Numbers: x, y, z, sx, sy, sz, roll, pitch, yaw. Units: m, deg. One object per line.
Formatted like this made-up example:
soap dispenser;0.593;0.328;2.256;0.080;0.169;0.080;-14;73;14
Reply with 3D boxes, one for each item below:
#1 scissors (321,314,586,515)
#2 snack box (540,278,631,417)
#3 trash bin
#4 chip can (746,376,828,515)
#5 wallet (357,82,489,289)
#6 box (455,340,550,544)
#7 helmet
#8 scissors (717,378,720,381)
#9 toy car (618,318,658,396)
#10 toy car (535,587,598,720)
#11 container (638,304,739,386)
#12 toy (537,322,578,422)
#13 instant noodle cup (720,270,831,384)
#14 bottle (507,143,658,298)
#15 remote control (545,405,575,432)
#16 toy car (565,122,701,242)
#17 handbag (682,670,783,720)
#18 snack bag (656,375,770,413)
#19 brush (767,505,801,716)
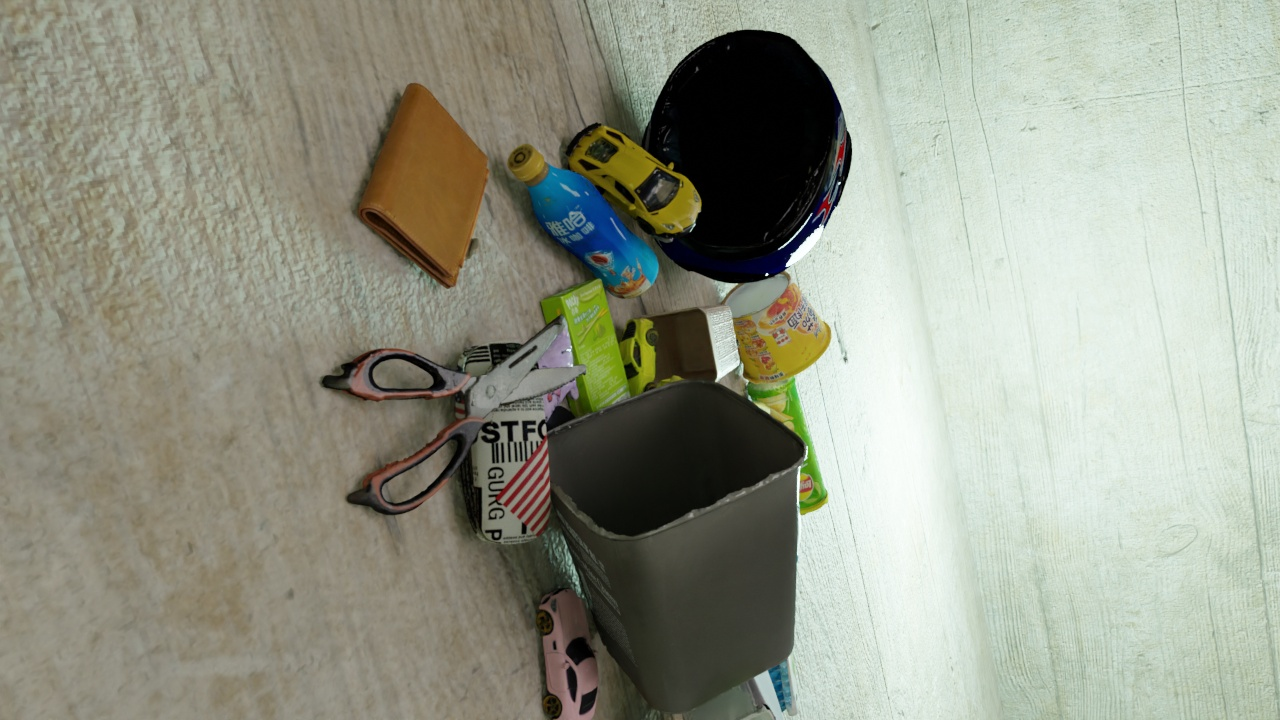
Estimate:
scissors;-0.134;0.029;0.683;0.221;0.015;0.189;24;72;-35
snack box;-0.049;0.003;0.919;0.085;0.026;0.156;-37;115;-60
trash bin;0.032;0.165;0.814;0.198;0.199;0.220;-20;118;-21
chip can;0.217;0.119;1.353;0.072;0.073;0.221;-51;127;-56
wallet;-0.165;-0.138;0.730;0.108;0.031;0.131;45;45;-45
box;-0.122;0.068;0.749;0.074;0.081;0.163;-4;87;-32
helmet;0.120;-0.211;1.084;0.240;0.247;0.314;73;25;-68
scissors;0.091;0.031;1.171;0.159;0.014;0.181;-37;133;-74
toy car;-0.006;0.006;0.983;0.032;0.048;0.105;9;72;-31
toy car;-0.061;0.263;0.809;0.056;0.037;0.122;3;78;-64
container;0.060;-0.018;1.071;0.110;0.090;0.090;-20;100;-65
toy;-0.087;0.023;0.827;0.107;0.039;0.084;-56;142;-54
instant noodle cup;0.182;-0.053;1.280;0.110;0.138;0.137;56;36;-27
bottle;-0.056;-0.137;0.903;0.218;0.065;0.065;43;46;-51
remote control;-0.055;0.106;0.878;0.053;0.024;0.136;-51;127;-54
toy car;-0.005;-0.184;0.937;0.071;0.156;0.041;-47;164;-15
handbag;0.081;0.321;0.930;0.145;0.098;0.196;55;8;-35
snack bag;0.064;0.105;1.016;0.246;0.068;0.158;20;90;-61
brush;0.165;0.309;1.164;0.313;0.109;0.060;-89;160;-49
